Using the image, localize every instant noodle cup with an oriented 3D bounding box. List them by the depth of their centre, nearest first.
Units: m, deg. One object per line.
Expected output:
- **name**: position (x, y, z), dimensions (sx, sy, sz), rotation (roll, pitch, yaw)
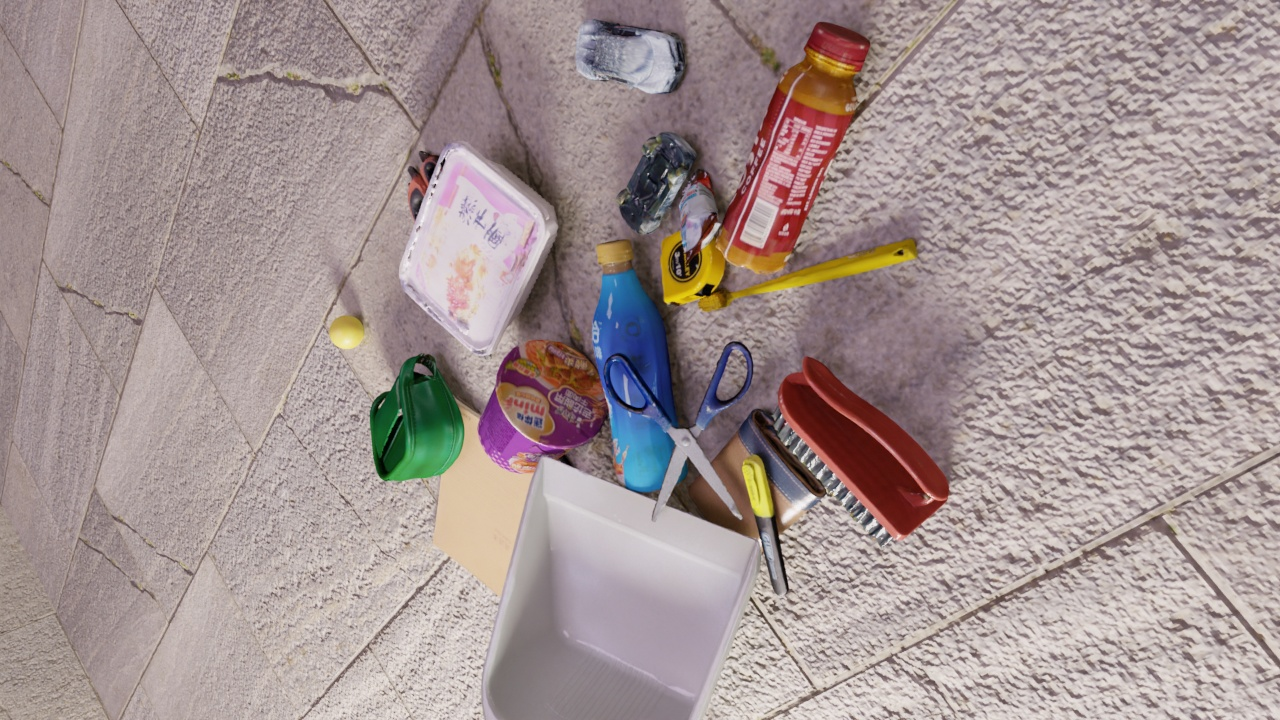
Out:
- **instant noodle cup**: position (-0.100, 0.052, 0.874), dimensions (0.111, 0.111, 0.099), rotation (55, 140, 12)
- **instant noodle cup**: position (-0.148, -0.108, 0.876), dimensions (0.138, 0.060, 0.174), rotation (41, 122, 17)

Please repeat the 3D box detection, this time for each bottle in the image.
- **bottle**: position (0.109, -0.148, 0.653), dimensions (0.057, 0.057, 0.175), rotation (38, 126, 25)
- **bottle**: position (-0.005, 0.005, 0.798), dimensions (0.065, 0.065, 0.219), rotation (0, 104, 40)

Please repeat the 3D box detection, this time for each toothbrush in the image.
- **toothbrush**: position (0.120, -0.062, 0.700), dimensions (0.191, 0.016, 0.015), rotation (-12, 97, 42)

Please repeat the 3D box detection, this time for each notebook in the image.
- **notebook**: position (-0.173, 0.163, 1.032), dimensions (0.149, 0.012, 0.212), rotation (31, 123, 29)

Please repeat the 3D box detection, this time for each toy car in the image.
- **toy car**: position (-0.011, -0.246, 0.741), dimensions (0.106, 0.031, 0.049), rotation (23, 119, 32)
- **toy car**: position (0.014, -0.145, 0.752), dimensions (0.043, 0.034, 0.091), rotation (46, 131, 16)

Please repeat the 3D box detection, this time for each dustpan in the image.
- **dustpan**: position (-0.038, 0.255, 0.793), dimensions (0.223, 0.142, 0.258), rotation (18, 122, 23)

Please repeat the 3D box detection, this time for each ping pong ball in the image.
- **ping pong ball**: position (-0.351, -0.034, 1.096), dimensions (0.040, 0.040, 0.040), rotation (15, 114, 37)

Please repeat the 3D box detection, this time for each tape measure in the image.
- **tape measure**: position (0.044, -0.078, 0.750), dimensions (0.057, 0.028, 0.060), rotation (-16, 74, 42)

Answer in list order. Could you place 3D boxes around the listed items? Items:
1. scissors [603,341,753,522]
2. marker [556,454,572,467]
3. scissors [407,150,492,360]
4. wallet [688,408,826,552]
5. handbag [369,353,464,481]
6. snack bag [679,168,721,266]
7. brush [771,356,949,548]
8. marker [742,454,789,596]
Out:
- **scissors**: position (0.037, 0.052, 0.751), dimensions (0.176, 0.012, 0.163), rotation (45, 106, 6)
- **marker**: position (-0.082, 0.103, 0.931), dimensions (0.018, 0.015, 0.124), rotation (-42, 75, 36)
- **scissors**: position (-0.200, -0.102, 0.962), dimensions (0.177, 0.015, 0.211), rotation (28, 121, 29)
- **wallet**: position (0.095, 0.108, 0.770), dimensions (0.090, 0.033, 0.116), rotation (51, 131, 19)
- **handbag**: position (-0.253, 0.068, 1.025), dimensions (0.132, 0.067, 0.120), rotation (-41, 59, 51)
- **snack bag**: position (0.045, -0.110, 0.708), dimensions (0.026, 0.105, 0.045), rotation (27, 117, -16)
- **brush**: position (0.159, 0.062, 0.679), dimensions (0.146, 0.063, 0.069), rotation (47, 141, 20)
- **marker**: position (0.102, 0.135, 0.742), dimensions (0.018, 0.015, 0.124), rotation (0, 110, 45)
